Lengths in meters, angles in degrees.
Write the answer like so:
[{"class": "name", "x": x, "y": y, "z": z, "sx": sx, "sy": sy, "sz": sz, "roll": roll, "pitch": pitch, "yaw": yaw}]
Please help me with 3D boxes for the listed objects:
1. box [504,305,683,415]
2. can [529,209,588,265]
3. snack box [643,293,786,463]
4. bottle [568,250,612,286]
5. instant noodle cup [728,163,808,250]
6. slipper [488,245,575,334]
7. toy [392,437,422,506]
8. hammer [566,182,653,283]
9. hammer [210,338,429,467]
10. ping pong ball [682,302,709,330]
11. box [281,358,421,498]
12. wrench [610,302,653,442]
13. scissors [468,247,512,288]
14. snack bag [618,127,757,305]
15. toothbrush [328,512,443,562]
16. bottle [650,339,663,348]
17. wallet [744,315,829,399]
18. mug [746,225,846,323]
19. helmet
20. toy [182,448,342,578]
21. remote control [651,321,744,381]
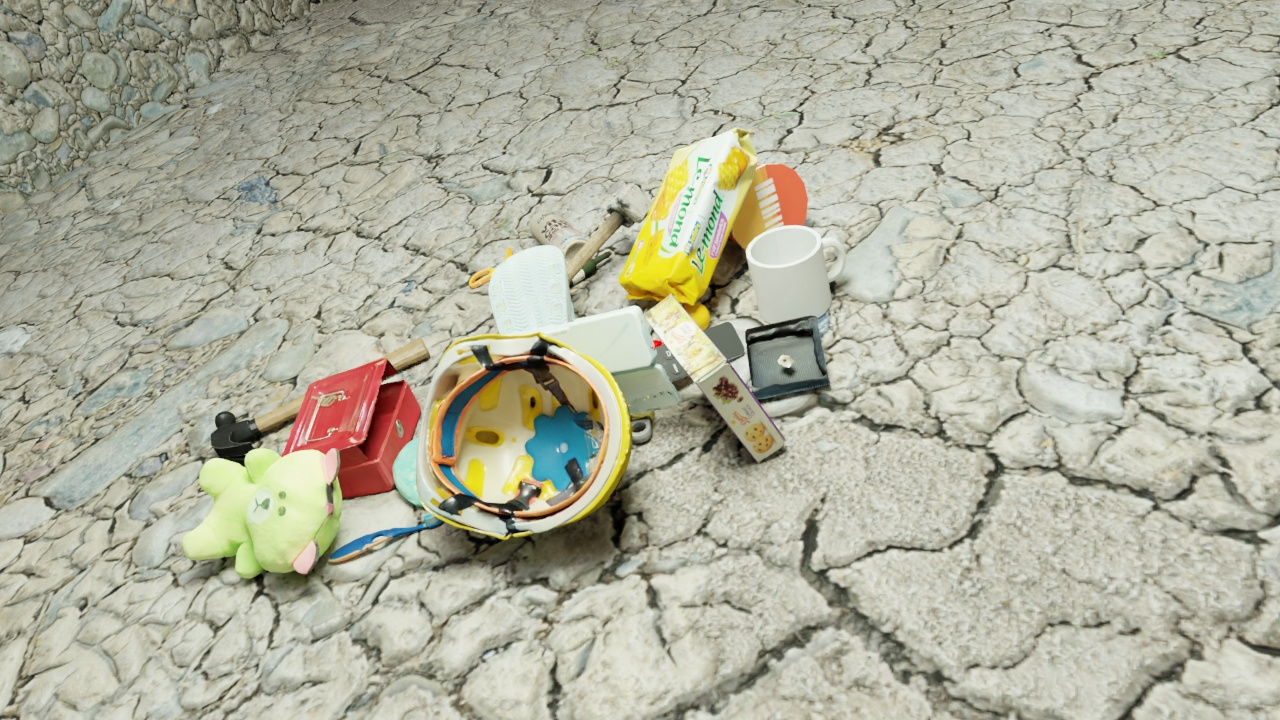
[{"class": "box", "x": -0.064, "y": 0.015, "z": 1.024, "sx": 0.197, "sy": 0.134, "sz": 0.040, "roll": -10, "pitch": 25, "yaw": 30}, {"class": "can", "x": -0.121, "y": -0.184, "z": 1.400, "sx": 0.054, "sy": 0.054, "sz": 0.135, "roll": -28, "pitch": 38, "yaw": -12}, {"class": "snack box", "x": 0.078, "y": 0.017, "z": 0.973, "sx": 0.040, "sy": 0.143, "sz": 0.148, "roll": -38, "pitch": 37, "yaw": 2}, {"class": "bottle", "x": -0.086, "y": -0.133, "z": 1.343, "sx": 0.106, "sy": 0.025, "sz": 0.025, "roll": -33, "pitch": 39, "yaw": -18}, {"class": "instant noodle cup", "x": 0.147, "y": -0.221, "z": 1.283, "sx": 0.123, "sy": 0.123, "sz": 0.121, "roll": -31, "pitch": 30, "yaw": -15}, {"class": "slipper", "x": -0.129, "y": -0.037, "z": 1.169, "sx": 0.104, "sy": 0.074, "sz": 0.245, "roll": -14, "pitch": 63, "yaw": 2}, {"class": "toy", "x": -0.248, "y": 0.124, "z": 1.081, "sx": 0.085, "sy": 0.033, "sz": 0.105, "roll": 22, "pitch": 53, "yaw": 24}, {"class": "hammer", "x": -0.102, "y": -0.118, "z": 1.270, "sx": 0.318, "sy": 0.049, "sz": 0.122, "roll": -51, "pitch": 12, "yaw": -18}, {"class": "hammer", "x": -0.433, "y": 0.050, "z": 1.256, "sx": 0.305, "sy": 0.040, "sz": 0.132, "roll": -27, "pitch": 34, "yaw": -11}, {"class": "ping pong ball", "x": 0.068, "y": -0.053, "z": 1.159, "sx": 0.040, "sy": 0.040, "sz": 0.040, "roll": -12, "pitch": 37, "yaw": 9}, {"class": "box", "x": -0.355, "y": 0.089, "z": 1.131, "sx": 0.129, "sy": 0.093, "sz": 0.157, "roll": -12, "pitch": 40, "yaw": 12}, {"class": "wrench", "x": -0.007, "y": 0.007, "z": 1.133, "sx": 0.084, "sy": 0.018, "sz": 0.272, "roll": -12, "pitch": 37, "yaw": 9}, {"class": "scissors", "x": -0.204, "y": -0.140, "z": 1.415, "sx": 0.125, "sy": 0.011, "sz": 0.128, "roll": -32, "pitch": 40, "yaw": -15}, {"class": "snack bag", "x": 0.063, "y": -0.178, "z": 1.196, "sx": 0.160, "sy": 0.068, "sz": 0.247, "roll": 11, "pitch": 76, "yaw": 63}, {"class": "toothbrush", "x": -0.282, "y": 0.195, "z": 1.014, "sx": 0.135, "sy": 0.017, "sz": 0.021, "roll": -20, "pitch": 34, "yaw": -1}, {"class": "bottle", "x": -0.023, "y": -0.026, "z": 1.134, "sx": 0.119, "sy": 0.036, "sz": 0.036, "roll": 14, "pitch": 47, "yaw": 37}, {"class": "wallet", "x": 0.167, "y": -0.002, "z": 1.061, "sx": 0.089, "sy": 0.026, "sz": 0.114, "roll": -11, "pitch": 37, "yaw": 11}, {"class": "mug", "x": 0.198, "y": -0.110, "z": 1.133, "sx": 0.121, "sy": 0.090, "sz": 0.091, "roll": -22, "pitch": 36, "yaw": -4}, {"class": "helmet", "x": -0.104, "y": 0.084, "z": 0.963, "sx": 0.240, "sy": 0.139, "sz": 0.209, "roll": 5, "pitch": 80, "yaw": 18}, {"class": "toy", "x": -0.407, "y": 0.170, "z": 1.026, "sx": 0.197, "sy": 0.107, "sz": 0.150, "roll": 3, "pitch": 77, "yaw": 20}, {"class": "remote control", "x": 0.053, "y": -0.005, "z": 1.091, "sx": 0.146, "sy": 0.008, "sz": 0.045, "roll": -20, "pitch": 75, "yaw": -18}]
